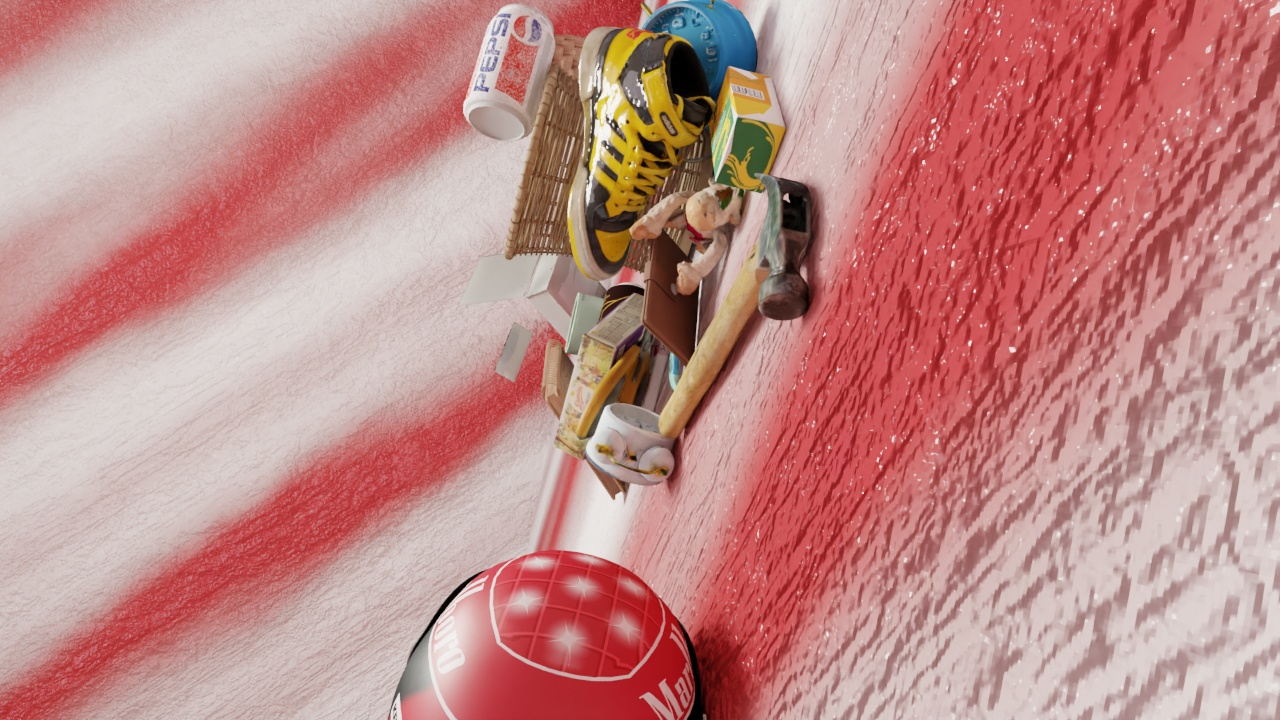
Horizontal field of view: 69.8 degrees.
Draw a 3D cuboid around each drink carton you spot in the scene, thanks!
[{"bbox_3d":[0.088,-0.198,0.777,0.122,0.041,0.058,-89,14,-53],"label":"drink carton"}]

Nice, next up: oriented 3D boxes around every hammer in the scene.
[{"bbox_3d":[0.063,-0.019,0.721,0.331,0.033,0.132,115,164,-60],"label":"hammer"}]

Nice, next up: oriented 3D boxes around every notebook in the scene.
[{"bbox_3d":[-0.076,0.070,1.199,0.169,0.022,0.210,58,-174,-17],"label":"notebook"}]

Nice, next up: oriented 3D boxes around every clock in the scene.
[{"bbox_3d":[-0.008,0.085,0.878,0.117,0.083,0.057,-90,20,-75],"label":"clock"},{"bbox_3d":[0.052,-0.275,0.893,0.060,0.117,0.161,-17,-77,-54],"label":"clock"}]

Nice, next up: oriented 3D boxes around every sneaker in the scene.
[{"bbox_3d":[0.003,-0.189,0.856,0.122,0.085,0.239,13,106,40],"label":"sneaker"}]

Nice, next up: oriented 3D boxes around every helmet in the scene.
[{"bbox_3d":[-0.060,0.236,0.602,0.270,0.197,0.225,-74,-1,-73],"label":"helmet"}]

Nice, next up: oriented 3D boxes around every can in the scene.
[{"bbox_3d":[-0.143,-0.319,1.019,0.078,0.078,0.136,122,161,-69],"label":"can"},{"bbox_3d":[-0.022,-0.030,1.160,0.072,0.072,0.128,116,169,-61],"label":"can"}]

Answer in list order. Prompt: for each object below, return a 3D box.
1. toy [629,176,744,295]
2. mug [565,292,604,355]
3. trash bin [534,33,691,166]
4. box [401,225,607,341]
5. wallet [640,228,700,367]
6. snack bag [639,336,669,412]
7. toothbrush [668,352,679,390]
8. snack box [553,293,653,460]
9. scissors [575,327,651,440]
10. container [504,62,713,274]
[{"bbox_3d":[0.057,-0.121,0.830,0.074,0.085,0.106,-31,-5,-45],"label":"toy"},{"bbox_3d":[-0.047,-0.034,1.260,0.111,0.104,0.084,119,162,-63],"label":"mug"},{"bbox_3d":[-0.023,-0.345,1.184,0.151,0.210,0.151,-169,91,-82],"label":"trash bin"},{"bbox_3d":[-0.271,-0.182,1.935,0.150,0.412,0.166,116,172,-46],"label":"box"},{"bbox_3d":[0.032,-0.062,0.879,0.013,0.087,0.120,-17,49,30],"label":"wallet"},{"bbox_3d":[0.015,0.013,1.067,0.070,0.016,0.197,-99,23,-74],"label":"snack bag"},{"bbox_3d":[0.035,0.012,0.921,0.135,0.017,0.022,-87,12,-49],"label":"toothbrush"},{"bbox_3d":[-0.034,0.016,1.021,0.143,0.040,0.148,-46,-23,-60],"label":"snack box"},{"bbox_3d":[-0.006,0.005,0.974,0.224,0.016,0.226,-59,-14,-22],"label":"scissors"},{"bbox_3d":[-0.035,-0.204,1.066,0.227,0.196,0.227,-167,92,-82],"label":"container"}]
